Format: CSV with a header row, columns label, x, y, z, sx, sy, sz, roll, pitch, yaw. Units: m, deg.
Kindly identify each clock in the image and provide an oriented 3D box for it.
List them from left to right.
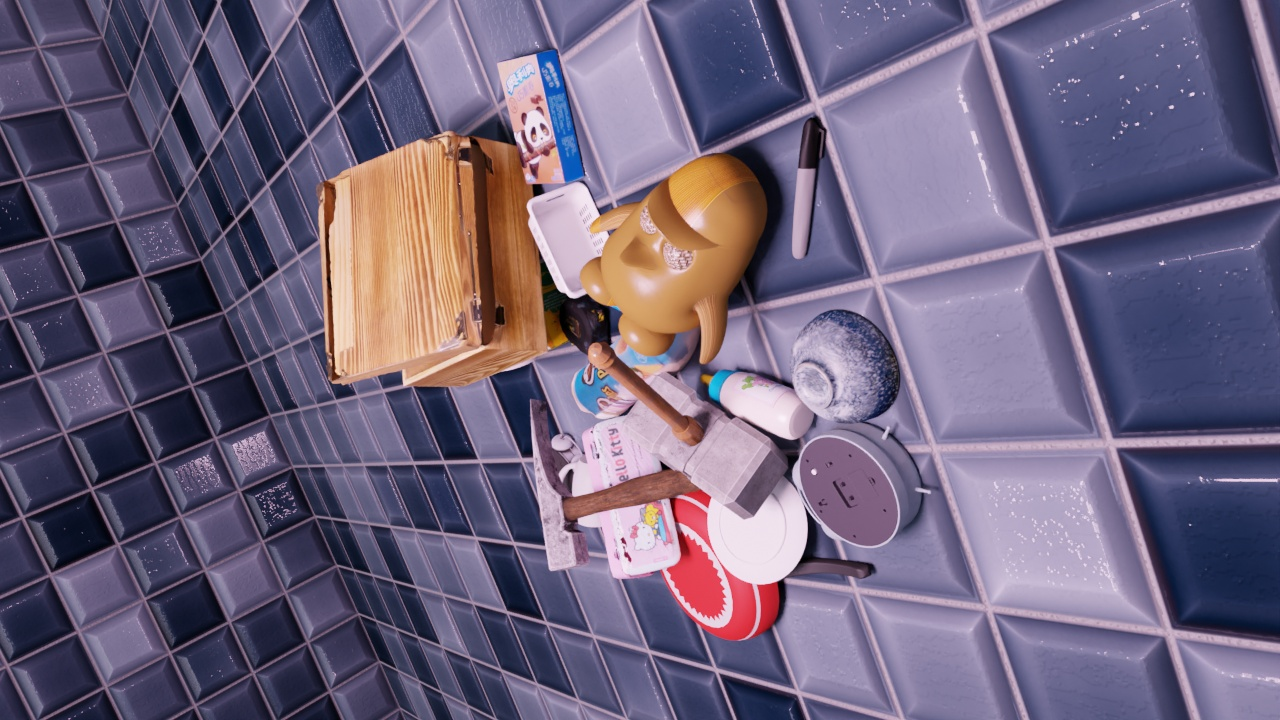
label,x,y,z,sx,sy,sz,roll,pitch,yaw
clock,-0.109,0.161,1.385,0.094,0.035,0.123,45,141,25
clock,0.213,0.127,0.926,0.122,0.045,0.160,59,147,7

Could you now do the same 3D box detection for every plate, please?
label,x,y,z,sx,sy,sz,roll,pitch,yaw
plate,0.129,0.188,1.050,0.135,0.011,0.134,-4,83,40

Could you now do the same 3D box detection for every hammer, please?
label,x,y,z,sx,sy,sz,roll,pitch,yaw
hammer,0.002,0.118,1.107,0.301,0.037,0.217,-18,73,25
hammer,0.024,0.049,0.907,0.163,0.083,0.317,33,174,32

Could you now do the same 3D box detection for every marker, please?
label,x,y,z,sx,sy,sz,roll,pitch,yaw
marker,0.154,-0.155,0.847,0.022,0.016,0.139,13,126,21

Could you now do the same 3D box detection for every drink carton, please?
label,x,y,z,sx,sy,sz,roll,pitch,yaw
drink carton,-0.130,-0.071,1.240,0.041,0.058,0.122,-25,91,56

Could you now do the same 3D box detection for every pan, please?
label,x,y,z,sx,sy,sz,roll,pitch,yaw
pan,0.130,0.251,1.109,0.357,0.067,0.209,-12,100,59

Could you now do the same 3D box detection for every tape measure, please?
label,x,y,z,sx,sy,sz,roll,pitch,yaw
tape measure,-0.073,-0.049,1.195,0.072,0.042,0.072,33,139,41

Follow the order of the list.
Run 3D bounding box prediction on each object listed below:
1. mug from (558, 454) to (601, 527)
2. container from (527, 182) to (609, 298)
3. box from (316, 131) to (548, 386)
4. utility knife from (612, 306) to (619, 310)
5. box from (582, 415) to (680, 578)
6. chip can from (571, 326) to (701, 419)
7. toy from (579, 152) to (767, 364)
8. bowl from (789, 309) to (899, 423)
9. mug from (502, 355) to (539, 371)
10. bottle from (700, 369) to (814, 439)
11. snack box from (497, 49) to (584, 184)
label,x,y,z,sx,sy,sz,roll,pitch,yaw
mug,-0.078,0.178,1.313,0.107,0.071,0.089,7,110,31
container,-0.084,-0.143,1.120,0.129,0.080,0.050,66,157,-2
box,-0.264,-0.123,1.163,0.258,0.215,0.279,-19,72,47
utility knife,-0.015,-0.070,1.128,0.174,0.015,0.031,25,135,41
box,-0.005,0.169,1.163,0.096,0.087,0.201,-25,69,32
chip can,-0.007,0.006,1.107,0.080,0.079,0.230,61,148,5
toy,0.041,-0.113,0.911,0.198,0.162,0.204,52,134,13
bowl,0.182,0.015,0.880,0.114,0.060,0.114,33,136,38
mug,-0.213,-0.034,1.332,0.073,0.110,0.090,-122,16,-74
bottle,0.118,0.040,0.989,0.146,0.051,0.051,23,129,44
snack box,-0.120,-0.290,1.106,0.087,0.034,0.151,12,121,50
